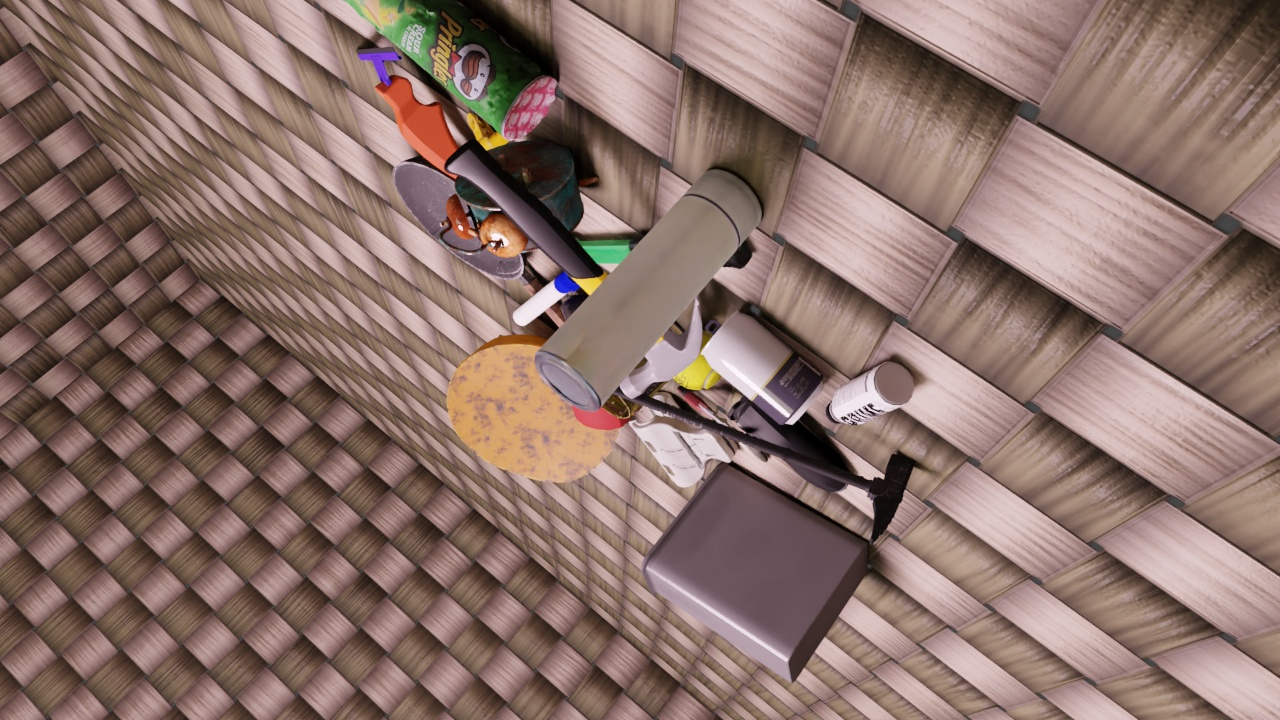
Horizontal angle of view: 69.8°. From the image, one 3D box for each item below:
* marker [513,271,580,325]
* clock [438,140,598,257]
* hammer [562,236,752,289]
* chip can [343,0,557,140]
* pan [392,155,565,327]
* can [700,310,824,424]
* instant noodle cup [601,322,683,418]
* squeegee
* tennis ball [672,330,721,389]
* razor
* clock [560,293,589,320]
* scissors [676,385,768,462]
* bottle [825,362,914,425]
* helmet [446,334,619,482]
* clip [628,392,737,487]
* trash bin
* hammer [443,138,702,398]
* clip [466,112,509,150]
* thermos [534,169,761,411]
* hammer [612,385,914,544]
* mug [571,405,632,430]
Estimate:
[{"bbox_3d":[-0.116,-0.078,1.145,0.027,0.023,0.133,12,153,-34],"label":"marker"},{"bbox_3d":[-0.131,-0.159,0.907,0.121,0.157,0.073,27,147,34],"label":"clock"},{"bbox_3d":[-0.003,-0.112,0.948,0.319,0.032,0.130,8,139,54],"label":"hammer"},{"bbox_3d":[-0.182,-0.300,0.849,0.223,0.075,0.076,41,158,6],"label":"chip can"},{"bbox_3d":[-0.172,-0.132,1.188,0.357,0.040,0.208,45,157,-25],"label":"pan"},{"bbox_3d":[0.116,0.004,0.909,0.127,0.064,0.064,40,158,6],"label":"can"},{"bbox_3d":[-0.006,0.006,1.062,0.102,0.108,0.102,33,155,18],"label":"instant noodle cup"},{"bbox_3d":[-0.239,-0.262,1.016,0.185,0.055,0.250,46,174,-29],"label":"squeegee"},{"bbox_3d":[0.061,-0.001,0.993,0.065,0.065,0.065,36,157,17],"label":"tennis ball"},{"bbox_3d":[0.168,0.090,1.002,0.156,0.057,0.060,43,-170,2],"label":"razor"},{"bbox_3d":[-0.062,-0.040,1.136,0.122,0.044,0.091,-118,3,-62],"label":"clock"},{"bbox_3d":[0.103,0.079,1.077,0.179,0.015,0.199,40,180,-26],"label":"scissors"},{"bbox_3d":[0.206,0.036,0.847,0.041,0.041,0.116,43,158,0],"label":"bottle"},{"bbox_3d":[-0.158,0.048,1.342,0.255,0.206,0.131,38,-162,-25],"label":"helmet"},{"bbox_3d":[0.052,0.112,1.204,0.127,0.110,0.151,54,166,-32],"label":"clip"},{"bbox_3d":[0.146,0.263,1.169,0.220,0.191,0.098,28,154,30],"label":"trash bin"},{"bbox_3d":[-0.055,-0.087,0.873,0.127,0.029,0.323,-31,125,23],"label":"hammer"},{"bbox_3d":[-0.171,-0.244,0.994,0.048,0.046,0.054,24,168,-25],"label":"clip"},{"bbox_3d":[0.011,-0.061,0.747,0.068,0.229,0.068,34,155,18],"label":"thermos"},{"bbox_3d":[0.108,0.087,0.944,0.325,0.094,0.015,20,152,19],"label":"hammer"},{"bbox_3d":[-0.069,0.029,1.221,0.116,0.080,0.097,8,141,20],"label":"mug"}]
